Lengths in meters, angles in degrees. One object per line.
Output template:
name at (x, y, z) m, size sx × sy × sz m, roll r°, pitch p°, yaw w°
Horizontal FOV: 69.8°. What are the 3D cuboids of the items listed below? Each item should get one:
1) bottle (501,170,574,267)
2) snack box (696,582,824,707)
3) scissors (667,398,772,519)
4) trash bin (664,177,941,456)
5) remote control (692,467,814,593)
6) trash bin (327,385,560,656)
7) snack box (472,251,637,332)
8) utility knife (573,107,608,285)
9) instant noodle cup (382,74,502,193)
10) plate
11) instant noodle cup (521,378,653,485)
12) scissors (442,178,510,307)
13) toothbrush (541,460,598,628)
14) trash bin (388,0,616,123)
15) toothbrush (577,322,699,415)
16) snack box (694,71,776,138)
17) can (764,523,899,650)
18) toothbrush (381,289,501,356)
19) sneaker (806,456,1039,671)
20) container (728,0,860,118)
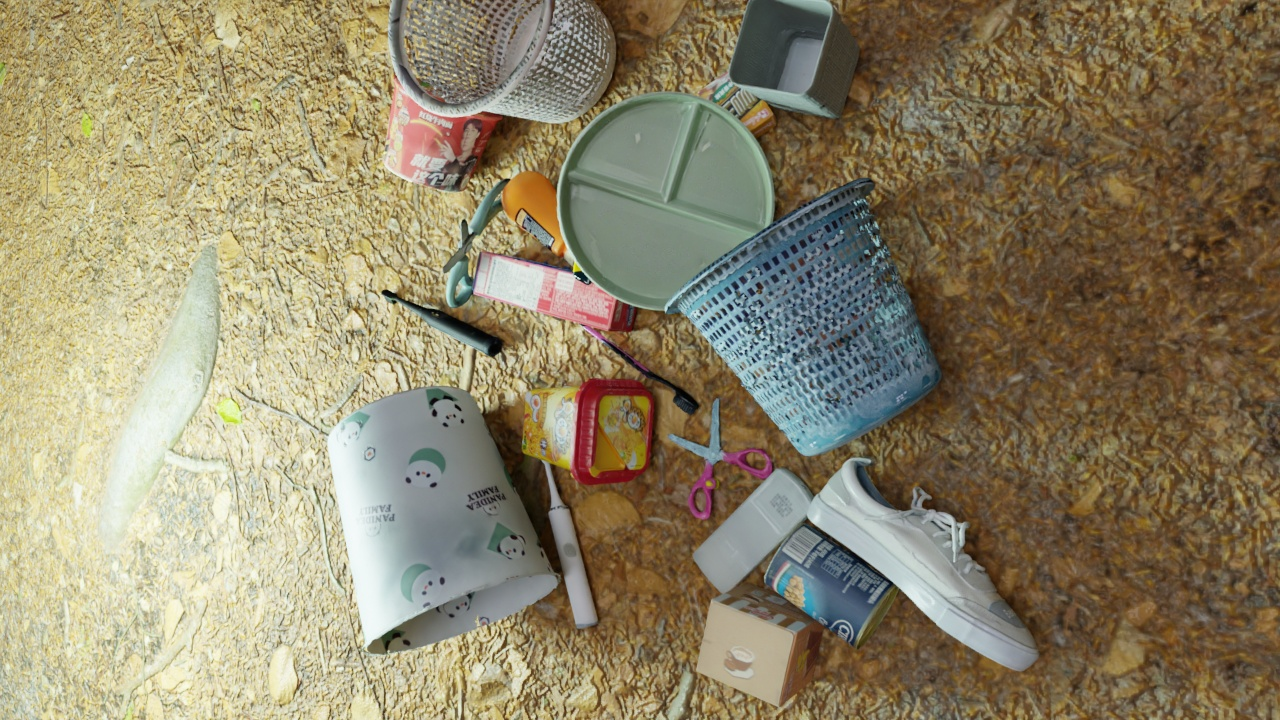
bottle at (-0.100, -0.159, 1.091) m, size 0.149 × 0.066 × 0.067 m, roll 46°, pitch 110°, yaw 15°
snack box at (0.123, 0.283, 0.925) m, size 0.093 × 0.094 × 0.077 m, roll 15°, pitch 96°, yaw 29°
scissors at (0.085, 0.108, 1.000) m, size 0.136 × 0.017 × 0.133 m, roll 2°, pitch 86°, yaw 33°
trash bin at (0.166, -0.027, 0.860) m, size 0.227 × 0.226 × 0.195 m, roll -33°, pitch 86°, yaw 25°
remote control at (0.121, 0.180, 0.972) m, size 0.150 × 0.021 × 0.058 m, roll -49°, pitch 67°, yaw 20°
trash bin at (-0.243, 0.183, 1.077) m, size 0.230 × 0.229 × 0.251 m, roll -34°, pitch 66°, yaw 24°
snack box at (-0.102, -0.084, 1.089) m, size 0.208 × 0.057 × 0.058 m, roll 16°, pitch 98°, yaw 29°
utility knife at (-0.052, -0.191, 1.059) m, size 0.033 × 0.015 × 0.230 m, roll -3°, pitch 70°, yaw 22°
instant noodle cup at (-0.253, -0.279, 1.144) m, size 0.138 × 0.137 × 0.109 m, roll 34°, pitch 112°, yaw 26°
plate at (0.027, -0.167, 0.977) m, size 0.230 × 0.027 × 0.230 m, roll 1°, pitch 105°, yaw 3°
instant noodle cup at (-0.064, 0.075, 1.037) m, size 0.124 × 0.115 × 0.116 m, roll 5°, pitch 91°, yaw 42°
scissors at (-0.201, -0.142, 1.130) m, size 0.019 × 0.174 × 0.170 m, roll 26°, pitch 145°, yaw 2°
toothbrush at (-0.090, 0.205, 1.090) m, size 0.026 × 0.026 × 0.221 m, roll -34°, pitch 68°, yaw 60°
trash bin at (-0.137, -0.366, 1.039) m, size 0.228 × 0.191 × 0.227 m, roll -1°, pitch 88°, yaw 30°
toothbrush at (-0.006, 0.006, 1.056) m, size 0.189 × 0.014 × 0.018 m, roll 36°, pitch 118°, yaw 27°
snack box at (0.064, -0.247, 0.998) m, size 0.154 × 0.026 × 0.075 m, roll -32°, pitch 71°, yaw 11°
can at (0.186, 0.219, 0.902) m, size 0.111 × 0.075 × 0.075 m, roll 32°, pitch 104°, yaw 27°
toothbrush at (-0.266, -0.053, 1.201) m, size 0.213 × 0.027 × 0.026 m, roll 24°, pitch 56°, yaw 29°
sneaker at (0.273, 0.178, 0.853) m, size 0.242 × 0.089 × 0.091 m, roll 39°, pitch 102°, yaw 32°
container at (0.158, -0.298, 0.913) m, size 0.090 × 0.114 × 0.090 m, roll 20°, pitch 98°, yaw 29°
